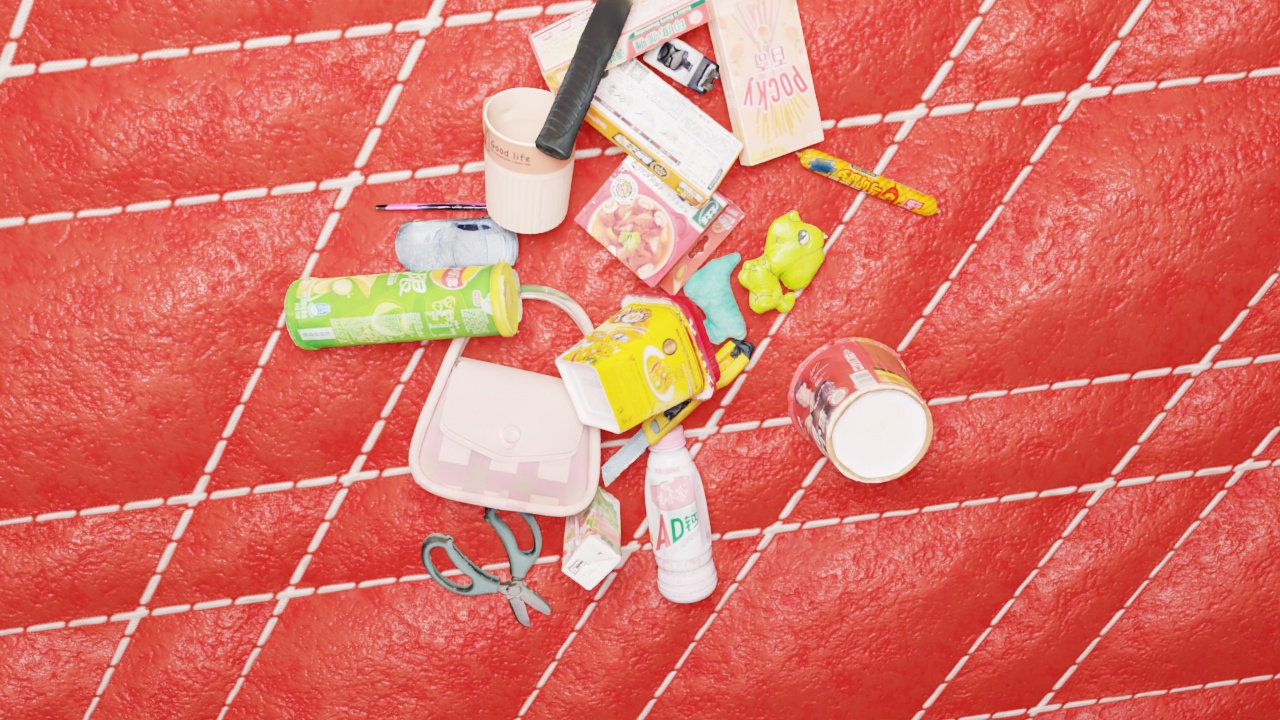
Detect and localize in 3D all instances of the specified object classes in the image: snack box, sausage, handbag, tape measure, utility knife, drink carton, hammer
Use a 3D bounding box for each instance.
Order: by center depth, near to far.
[{"bbox_3d":[-0.020,-0.310,0.780,0.129,0.033,0.300,19,82,13],"label":"hammer"},{"bbox_3d":[-0.021,-0.300,0.825,0.156,0.077,0.027,-24,137,5],"label":"snack box"},{"bbox_3d":[0.016,-0.215,0.844,0.153,0.026,0.075,37,66,-8],"label":"snack box"},{"bbox_3d":[0.037,-0.275,0.845,0.066,0.065,0.034,27,106,-15],"label":"tape measure"},{"bbox_3d":[0.117,-0.271,0.862,0.084,0.026,0.157,-22,110,-15],"label":"snack box"},{"bbox_3d":[0.020,-0.140,0.895,0.127,0.044,0.113,40,102,-7],"label":"snack box"},{"bbox_3d":[0.229,-0.178,0.918,0.165,0.021,0.021,19,107,-10],"label":"sausage"},{"bbox_3d":[-0.124,0.037,0.946,0.193,0.093,0.234,12,97,-8],"label":"handbag"},{"bbox_3d":[0.038,0.052,0.956,0.216,0.015,0.033,-43,75,-7],"label":"utility knife"},{"bbox_3d":[-0.053,0.183,0.972,0.045,0.122,0.054,38,104,-14],"label":"drink carton"}]

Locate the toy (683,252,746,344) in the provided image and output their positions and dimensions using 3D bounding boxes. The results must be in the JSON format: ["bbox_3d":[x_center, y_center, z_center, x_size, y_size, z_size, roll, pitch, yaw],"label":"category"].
[{"bbox_3d":[0.073,-0.054,0.947,0.096,0.030,0.092,-24,106,7],"label":"toy"}]

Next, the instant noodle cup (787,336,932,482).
[{"bbox_3d":[0.231,0.056,0.956,0.138,0.108,0.138,-1,109,-4],"label":"instant noodle cup"}]

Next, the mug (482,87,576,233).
[{"bbox_3d":[-0.111,-0.191,0.847,0.081,0.114,0.106,-27,149,-28],"label":"mug"}]

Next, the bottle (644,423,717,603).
[{"bbox_3d":[0.041,0.165,1.005,0.068,0.068,0.197,-9,106,-2],"label":"bottle"}]

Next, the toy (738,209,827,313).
[{"bbox_3d":[0.147,-0.097,0.933,0.100,0.031,0.097,-28,114,-3],"label":"toy"}]

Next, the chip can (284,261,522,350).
[{"bbox_3d":[-0.230,-0.052,0.885,0.221,0.072,0.073,-4,110,7],"label":"chip can"}]

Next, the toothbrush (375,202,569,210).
[{"bbox_3d":[-0.165,-0.150,0.903,0.189,0.014,0.018,-2,119,-3],"label":"toothbrush"}]

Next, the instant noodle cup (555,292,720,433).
[{"bbox_3d":[-0.005,0.005,0.898,0.123,0.116,0.116,-32,112,-28],"label":"instant noodle cup"}]

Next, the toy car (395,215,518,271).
[{"bbox_3d":[-0.180,-0.113,0.904,0.120,0.036,0.054,-2,111,0],"label":"toy car"}]

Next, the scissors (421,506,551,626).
[{"bbox_3d":[-0.150,0.224,1.035,0.177,0.019,0.171,37,102,-14],"label":"scissors"}]
